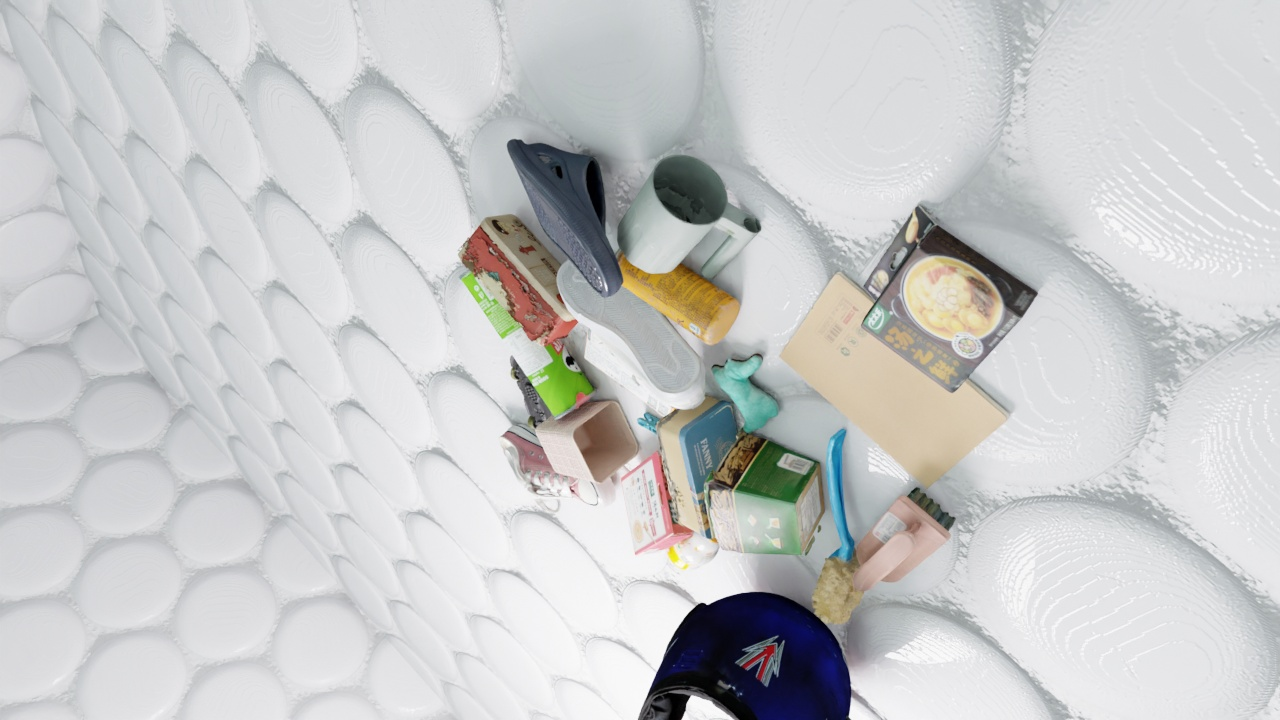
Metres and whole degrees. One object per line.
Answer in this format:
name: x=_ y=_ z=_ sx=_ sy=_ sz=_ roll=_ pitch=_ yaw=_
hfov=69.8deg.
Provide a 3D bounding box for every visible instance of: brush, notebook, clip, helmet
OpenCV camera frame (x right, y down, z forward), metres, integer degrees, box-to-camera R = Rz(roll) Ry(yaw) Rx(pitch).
brush: x=0.225 y=0.191 z=1.040 sx=0.046 sy=0.083 sz=0.255 roll=17 pitch=124 yaw=43
notebook: x=0.243 y=0.023 z=0.916 sx=0.207 sy=0.008 sz=0.148 roll=43 pitch=144 yaw=13
clip: x=0.021 y=0.085 z=1.211 sx=0.056 sy=0.043 sz=0.014 roll=28 pitch=137 yaw=36
brush: x=0.271 y=0.200 z=0.983 sx=0.063 sy=0.072 sz=0.146 roll=41 pitch=145 yaw=15
helmet: x=0.141 y=0.443 z=1.188 sx=0.247 sy=0.239 sz=0.316 roll=34 pitch=130 yaw=22

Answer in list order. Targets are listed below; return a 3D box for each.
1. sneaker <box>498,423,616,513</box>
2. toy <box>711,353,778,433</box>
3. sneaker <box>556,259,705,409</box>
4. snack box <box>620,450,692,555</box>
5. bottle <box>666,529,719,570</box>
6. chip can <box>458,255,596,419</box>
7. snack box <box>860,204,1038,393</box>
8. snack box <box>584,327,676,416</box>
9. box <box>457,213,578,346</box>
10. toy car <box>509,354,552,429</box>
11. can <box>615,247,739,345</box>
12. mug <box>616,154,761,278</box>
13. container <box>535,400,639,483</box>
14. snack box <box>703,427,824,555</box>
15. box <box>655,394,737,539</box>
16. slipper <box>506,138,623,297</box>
sneaker: x=-0.144 y=0.175 z=1.414 sx=0.241 sy=0.087 sz=0.118 roll=24 pitch=136 yaw=36
toy: x=0.121 y=0.033 z=1.044 sx=0.092 sy=0.030 sz=0.097 roll=48 pitch=138 yaw=2
sneaker: x=-0.005 y=-0.035 z=1.090 sx=0.242 sy=0.089 sz=0.091 roll=47 pitch=176 yaw=26
snack box: x=0.025 y=0.191 z=1.233 sx=0.127 sy=0.044 sz=0.113 roll=-44 pitch=52 yaw=56
bottle: x=0.080 y=0.245 z=1.245 sx=0.063 sy=0.063 sz=0.109 roll=49 pitch=145 yaw=4
chip can: x=-0.153 y=-0.034 z=1.256 sx=0.236 sy=0.072 sz=0.072 roll=56 pitch=145 yaw=-6
snack box: x=0.259 y=-0.052 z=0.804 sx=0.125 sy=0.053 sz=0.113 roll=37 pitch=142 yaw=12
snack box: x=-0.007 y=0.007 z=1.167 sx=0.154 sy=0.026 sz=0.075 roll=36 pitch=142 yaw=22
box: x=-0.150 y=-0.097 z=1.163 sx=0.168 sy=0.091 sz=0.080 roll=48 pitch=115 yaw=6
toy car: x=-0.145 y=0.052 z=1.348 sx=0.070 sy=0.042 sz=0.158 roll=11 pitch=129 yaw=43
can: x=0.037 y=-0.078 z=1.016 sx=0.146 sy=0.058 sz=0.058 roll=36 pitch=142 yaw=22
mug: x=0.047 y=-0.138 z=0.947 sx=0.124 sy=0.083 sz=0.104 roll=29 pitch=147 yaw=-10
container: x=-0.080 y=0.111 z=1.289 sx=0.111 sy=0.089 sz=0.090 roll=-1 pitch=120 yaw=52
snack box: x=0.150 y=0.158 z=1.063 sx=0.106 sy=0.118 sz=0.118 roll=8 pitch=127 yaw=30
box: x=0.077 y=0.124 z=1.122 sx=0.059 sy=0.089 sz=0.184 roll=22 pitch=137 yaw=45
slipper: x=-0.068 y=-0.171 z=1.031 sx=0.268 sy=0.083 sz=0.111 roll=53 pitch=168 yaw=42
